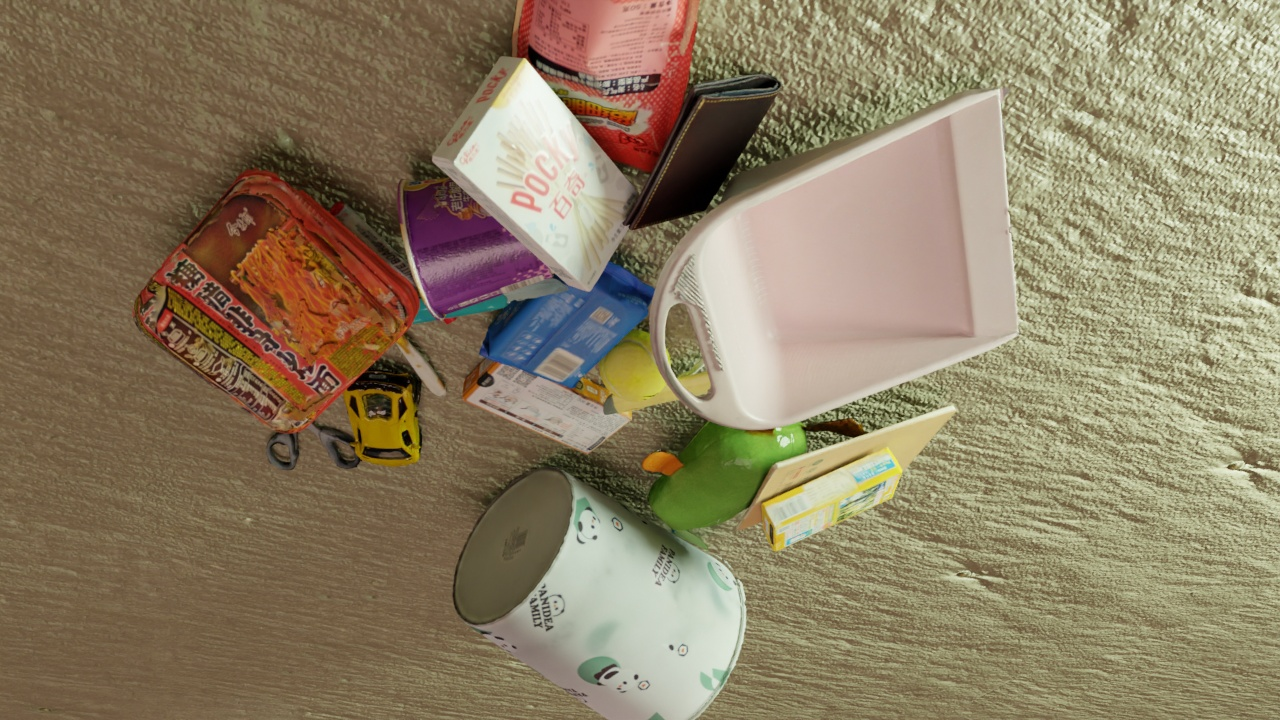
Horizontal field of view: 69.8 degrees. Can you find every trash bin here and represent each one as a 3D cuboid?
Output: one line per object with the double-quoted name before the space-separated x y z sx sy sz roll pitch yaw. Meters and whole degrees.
"trash bin" -0.052 0.257 1.006 0.230 0.229 0.252 -32 124 29

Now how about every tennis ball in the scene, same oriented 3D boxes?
"tennis ball" -0.005 0.005 0.834 0.065 0.065 0.066 -1 138 -1

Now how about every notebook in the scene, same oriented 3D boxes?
"notebook" 0.205 0.111 0.927 0.207 0.008 0.148 -15 151 -19

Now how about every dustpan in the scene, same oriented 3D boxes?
"dustpan" 0.152 -0.049 0.691 0.274 0.138 0.223 -9 124 21

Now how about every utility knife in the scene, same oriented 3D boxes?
"utility knife" 0.040 0.028 0.863 0.165 0.018 0.031 -9 137 16
"utility knife" -0.152 -0.047 0.764 0.206 0.013 0.029 -7 134 23

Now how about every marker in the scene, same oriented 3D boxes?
"marker" -0.204 -0.080 0.770 0.017 0.017 0.145 -22 134 21

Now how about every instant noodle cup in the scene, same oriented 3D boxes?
"instant noodle cup" -0.120 -0.095 0.698 0.099 0.111 0.112 -14 137 0
"instant noodle cup" -0.280 -0.050 0.726 0.189 0.079 0.164 -39 111 21

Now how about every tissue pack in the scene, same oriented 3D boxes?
"tissue pack" -0.064 -0.038 0.795 0.095 0.052 0.158 25 131 -29

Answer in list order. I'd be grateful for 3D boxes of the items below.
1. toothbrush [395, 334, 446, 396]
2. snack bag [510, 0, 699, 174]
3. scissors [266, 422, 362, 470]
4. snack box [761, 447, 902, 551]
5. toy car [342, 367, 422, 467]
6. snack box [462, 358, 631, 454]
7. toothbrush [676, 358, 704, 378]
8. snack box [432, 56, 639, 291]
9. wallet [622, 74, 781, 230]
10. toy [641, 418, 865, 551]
"toothbrush" -0.219 -0.026 0.832 0.016 0.018 0.191 -9 140 13
"snack bag" -0.024 -0.209 0.604 0.128 0.073 0.208 9 145 -3
"scissors" -0.341 0.061 0.923 0.159 0.014 0.175 33 126 -31
"snack box" 0.190 0.142 0.924 0.140 0.033 0.087 -22 153 -2
"toy car" -0.252 0.062 0.908 0.071 0.041 0.156 4 139 -6
"snack box" -0.090 0.039 0.898 0.153 0.026 0.075 27 130 -29
"toothbrush" 0.100 -0.036 0.822 0.027 0.026 0.222 48 126 1
"snack box" -0.064 -0.123 0.633 0.027 0.084 0.157 22 166 41
"wallet" 0.044 -0.149 0.664 0.096 0.020 0.123 -22 154 -42
"toy" 0.093 0.105 0.929 0.226 0.089 0.247 13 139 -37
